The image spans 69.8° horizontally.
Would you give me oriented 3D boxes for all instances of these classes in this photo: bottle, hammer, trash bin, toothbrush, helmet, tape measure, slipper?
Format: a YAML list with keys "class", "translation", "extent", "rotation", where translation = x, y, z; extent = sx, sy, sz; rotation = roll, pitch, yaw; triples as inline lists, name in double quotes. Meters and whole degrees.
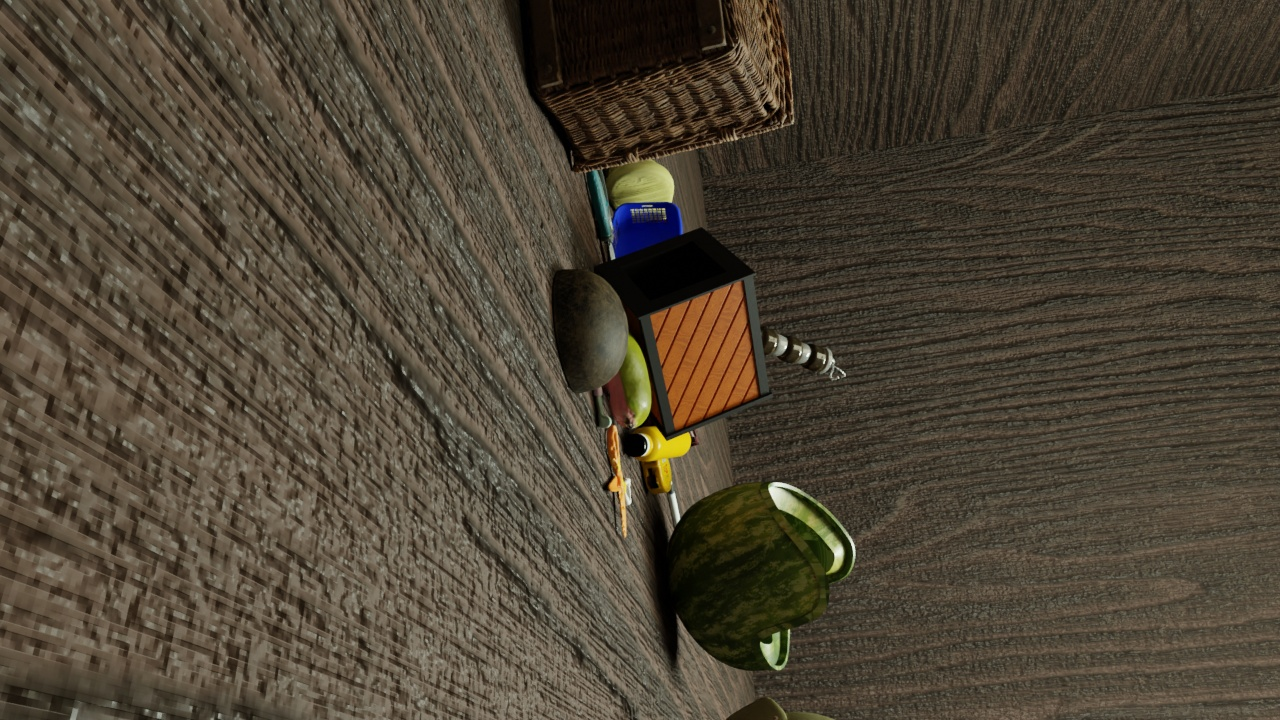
- class: "bottle"
  translation: [0.020, 0.105, 1.167]
  extent: [0.143, 0.043, 0.043]
  rotation: [6, 76, -67]
- class: "hammer"
  translation: [0.168, -0.031, 1.296]
  extent: [0.177, 0.326, 0.079]
  rotation: [-51, -146, 37]
- class: "trash bin"
  translation: [0.052, -0.034, 1.081]
  extent: [0.139, 0.139, 0.172]
  rotation: [-128, -160, -53]
- class: "toothbrush"
  translation: [0.048, 0.207, 1.446]
  extent: [0.017, 0.012, 0.187]
  rotation: [-90, 169, -62]
- class: "helmet"
  translation: [0.151, 0.297, 1.284]
  extent: [0.243, 0.248, 0.212]
  rotation: [43, 21, 13]
- class: "helmet"
  translation: [0.139, 0.461, 0.900]
  extent: [0.232, 0.256, 0.251]
  rotation: [-82, 164, -51]
- class: "tape measure"
  translation: [0.022, 0.151, 1.244]
  extent: [0.068, 0.030, 0.059]
  rotation: [-17, 99, -75]
- class: "slipper"
  translation: [0.000, -0.247, 1.277]
  extent: [0.190, 0.092, 0.081]
  rotation: [61, 20, -77]
- class: "toothbrush"
  translation: [-0.047, -0.006, 0.966]
  extent: [0.022, 0.015, 0.155]
  rotation: [-2, -84, 63]

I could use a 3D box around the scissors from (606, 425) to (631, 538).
- class: "scissors"
  translation: [-0.023, 0.135, 1.016]
  extent: [0.131, 0.011, 0.125]
  rotation: [60, 23, -69]

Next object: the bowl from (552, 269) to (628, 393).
- class: "bowl"
  translation: [-0.041, -0.032, 0.885]
  extent: [0.121, 0.056, 0.121]
  rotation: [-7, 89, -82]

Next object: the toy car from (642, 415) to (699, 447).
- class: "toy car"
  translation: [0.045, 0.097, 1.313]
  extent: [0.170, 0.070, 0.062]
  rotation: [44, 27, -77]

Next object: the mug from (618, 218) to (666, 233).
- class: "mug"
  translation: [0.019, -0.148, 1.323]
  extent: [0.073, 0.082, 0.106]
  rotation: [-78, 159, -66]

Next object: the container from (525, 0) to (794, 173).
- class: "container"
  translation: [0.012, -0.312, 0.917]
  extent: [0.183, 0.250, 0.162]
  rotation: [24, 58, -71]

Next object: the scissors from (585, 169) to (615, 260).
- class: "scissors"
  translation: [-0.046, -0.182, 1.131]
  extent: [0.133, 0.019, 0.145]
  rotation: [62, 21, -66]

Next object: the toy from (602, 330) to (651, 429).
- class: "toy"
  translation: [-0.017, 0.020, 0.995]
  extent: [0.090, 0.051, 0.109]
  rotation: [91, -15, -60]

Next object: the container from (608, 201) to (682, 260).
- class: "container"
  translation: [0.009, -0.147, 1.211]
  extent: [0.058, 0.096, 0.114]
  rotation: [77, 14, -62]
